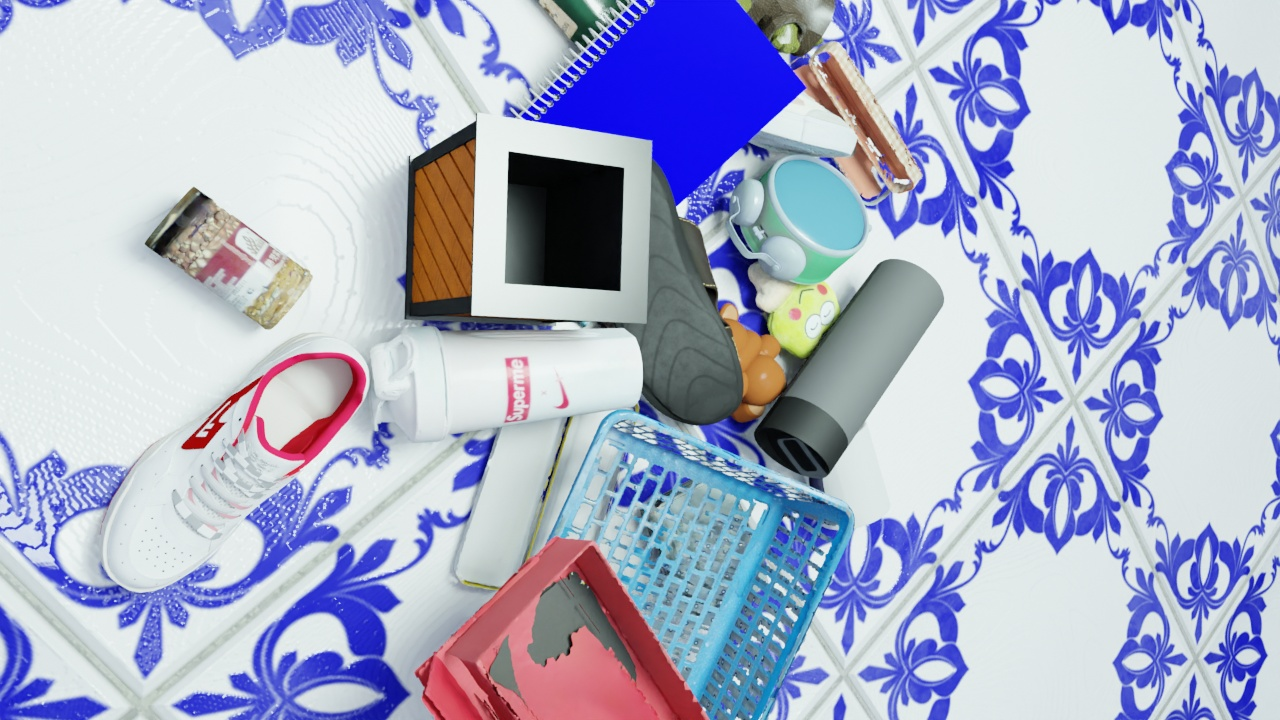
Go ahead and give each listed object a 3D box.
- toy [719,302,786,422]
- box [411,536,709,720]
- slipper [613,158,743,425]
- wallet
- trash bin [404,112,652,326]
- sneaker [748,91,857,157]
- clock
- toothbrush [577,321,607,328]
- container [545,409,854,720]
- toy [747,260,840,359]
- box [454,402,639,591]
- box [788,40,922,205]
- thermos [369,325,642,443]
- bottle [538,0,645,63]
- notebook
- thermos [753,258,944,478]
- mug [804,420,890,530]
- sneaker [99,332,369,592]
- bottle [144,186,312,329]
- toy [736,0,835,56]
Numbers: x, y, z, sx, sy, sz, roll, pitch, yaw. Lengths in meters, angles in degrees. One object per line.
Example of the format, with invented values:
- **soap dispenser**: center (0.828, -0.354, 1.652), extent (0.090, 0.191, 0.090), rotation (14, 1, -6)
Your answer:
- **toy**: center (0.093, -0.002, 0.924), extent (0.127, 0.065, 0.094), rotation (49, 61, -12)
- **box**: center (-0.042, 0.257, 0.690), extent (0.164, 0.153, 0.214), rotation (-30, 106, 9)
- **slipper**: center (0.020, -0.064, 0.860), extent (0.113, 0.075, 0.268), rotation (-21, 100, 0)
- **wallet**: center (0.062, 0.183, 0.908), extent (0.100, 0.054, 0.131), rotation (-23, 100, -27)
- **trash bin**: center (-0.096, -0.101, 0.741), extent (0.139, 0.172, 0.139), rotation (1, 91, -30)
- **sneaker**: center (0.109, -0.262, 0.890), extent (0.242, 0.089, 0.091), rotation (11, 93, -19)
- **clock**: center (0.149, -0.136, 0.918), extent (0.161, 0.076, 0.122), rotation (-20, 75, -36)
- **toothbrush**: center (-0.005, 0.005, 0.887), extent (0.189, 0.016, 0.017), rotation (44, 81, -23)
- **container**: center (0.000, 0.240, 0.808), extent (0.257, 0.089, 0.362), rotation (24, 91, -20)
- **toy**: center (0.158, -0.064, 0.960), extent (0.092, 0.046, 0.115), rotation (-45, 104, -23)
- **box**: center (-0.083, 0.113, 0.837), extent (0.129, 0.036, 0.209), rotation (21, 82, -24)
- **box**: center (0.224, -0.250, 0.978), extent (0.187, 0.083, 0.042), rotation (50, 57, -19)
- **thermos**: center (-0.112, 0.011, 0.768), extent (0.220, 0.099, 0.099), rotation (-5, 94, -22)
- **bottle**: center (-0.059, -0.337, 0.819), extent (0.131, 0.061, 0.061), rotation (46, 73, -23)
- **notebook**: center (0.016, -0.235, 0.823), extent (0.209, 0.022, 0.171), rotation (-41, 115, 15)
- **thermos**: center (0.214, 0.007, 0.932), extent (0.082, 0.082, 0.239), rotation (49, 66, -21)
- **mug**: center (0.207, 0.124, 0.964), extent (0.111, 0.079, 0.097), rotation (-35, 110, -53)
- **sneaker**: center (-0.294, 0.074, 0.674), extent (0.236, 0.104, 0.090), rotation (-46, 112, -20)
- **bottle**: center (-0.307, -0.075, 0.690), extent (0.105, 0.056, 0.056), rotation (41, 72, -24)
- **toy**: center (0.122, -0.362, 0.905), extent (0.152, 0.078, 0.179), rotation (14, 54, -27)
